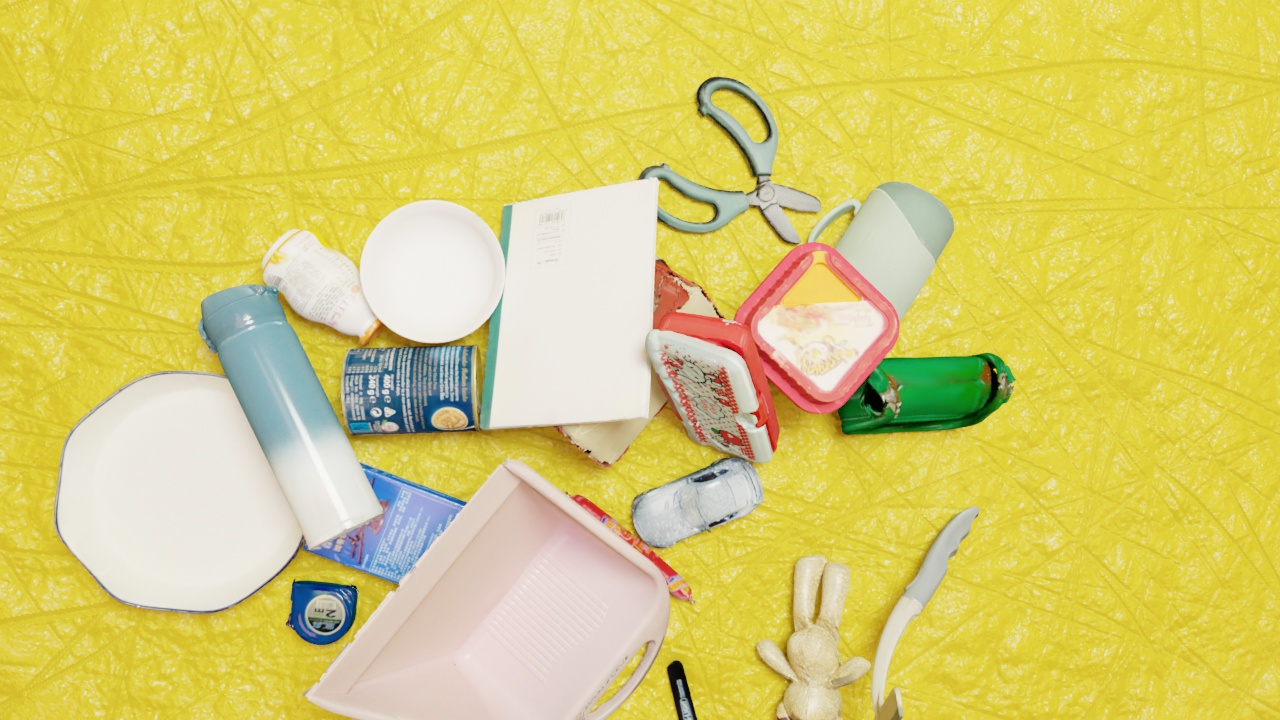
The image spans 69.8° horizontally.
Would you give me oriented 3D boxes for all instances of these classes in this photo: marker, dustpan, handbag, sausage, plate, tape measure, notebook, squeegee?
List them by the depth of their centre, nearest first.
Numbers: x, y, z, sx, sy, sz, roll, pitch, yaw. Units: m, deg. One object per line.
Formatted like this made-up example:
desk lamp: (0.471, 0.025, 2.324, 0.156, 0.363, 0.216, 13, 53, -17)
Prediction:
dustpan: (-0.083, 0.219, 0.732, 0.139, 0.273, 0.222, 39, 89, 20)
notebook: (-0.059, -0.047, 0.760, 0.151, 0.012, 0.208, -5, 70, 23)
plate: (-0.380, 0.110, 0.779, 0.205, 0.045, 0.205, 0, 91, -6)
tape measure: (-0.276, 0.218, 0.800, 0.058, 0.025, 0.054, 7, 92, -2)
handbag: (0.243, 0.030, 0.801, 0.131, 0.120, 0.068, -2, 86, -5)
squeegee: (0.243, 0.224, 0.811, 0.039, 0.247, 0.246, 23, 62, 21)
sausage: (-0.008, 0.169, 0.828, 0.156, 0.020, 0.020, 40, 87, -5)
marker: (0.045, 0.334, 0.837, 0.018, 0.015, 0.124, -14, 90, -8)

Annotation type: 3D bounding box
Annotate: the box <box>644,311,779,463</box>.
box: (0.061, 0.030, 0.747, 0.087, 0.201, 0.048, 11, 66, 21)

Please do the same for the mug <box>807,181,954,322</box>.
mug: (0.209, -0.104, 0.822, 0.112, 0.082, 0.106, 30, 88, 26)

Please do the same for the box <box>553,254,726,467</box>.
box: (-0.004, 0.005, 0.778, 0.168, 0.091, 0.079, -49, 54, -4)

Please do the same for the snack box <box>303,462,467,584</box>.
snack box: (-0.203, 0.152, 0.805, 0.157, 0.026, 0.084, 22, 88, -5)

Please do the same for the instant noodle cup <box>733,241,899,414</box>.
instant noodle cup: (0.137, -0.025, 0.786, 0.116, 0.124, 0.116, 43, 83, -5)

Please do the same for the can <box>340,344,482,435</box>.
can: (-0.193, 0.025, 0.780, 0.111, 0.075, 0.075, -2, 91, -5)

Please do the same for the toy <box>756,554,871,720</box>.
toy: (0.159, 0.255, 0.829, 0.105, 0.066, 0.157, 3, 86, 27)

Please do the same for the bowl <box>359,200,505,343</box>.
bowl: (-0.173, -0.073, 0.786, 0.118, 0.065, 0.118, 0, 89, -4)

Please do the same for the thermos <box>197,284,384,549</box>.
thermos: (-0.284, 0.042, 0.740, 0.070, 0.070, 0.220, -28, 86, -5)

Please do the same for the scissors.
scissors: (0.089, -0.184, 0.835, 0.174, 0.019, 0.177, 10, 89, -4)

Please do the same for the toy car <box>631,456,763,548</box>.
toy car: (0.051, 0.128, 0.826, 0.120, 0.037, 0.054, -21, 94, -1)

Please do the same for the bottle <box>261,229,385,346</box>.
bottle: (-0.265, -0.060, 0.779, 0.108, 0.063, 0.063, 41, 87, -4)
